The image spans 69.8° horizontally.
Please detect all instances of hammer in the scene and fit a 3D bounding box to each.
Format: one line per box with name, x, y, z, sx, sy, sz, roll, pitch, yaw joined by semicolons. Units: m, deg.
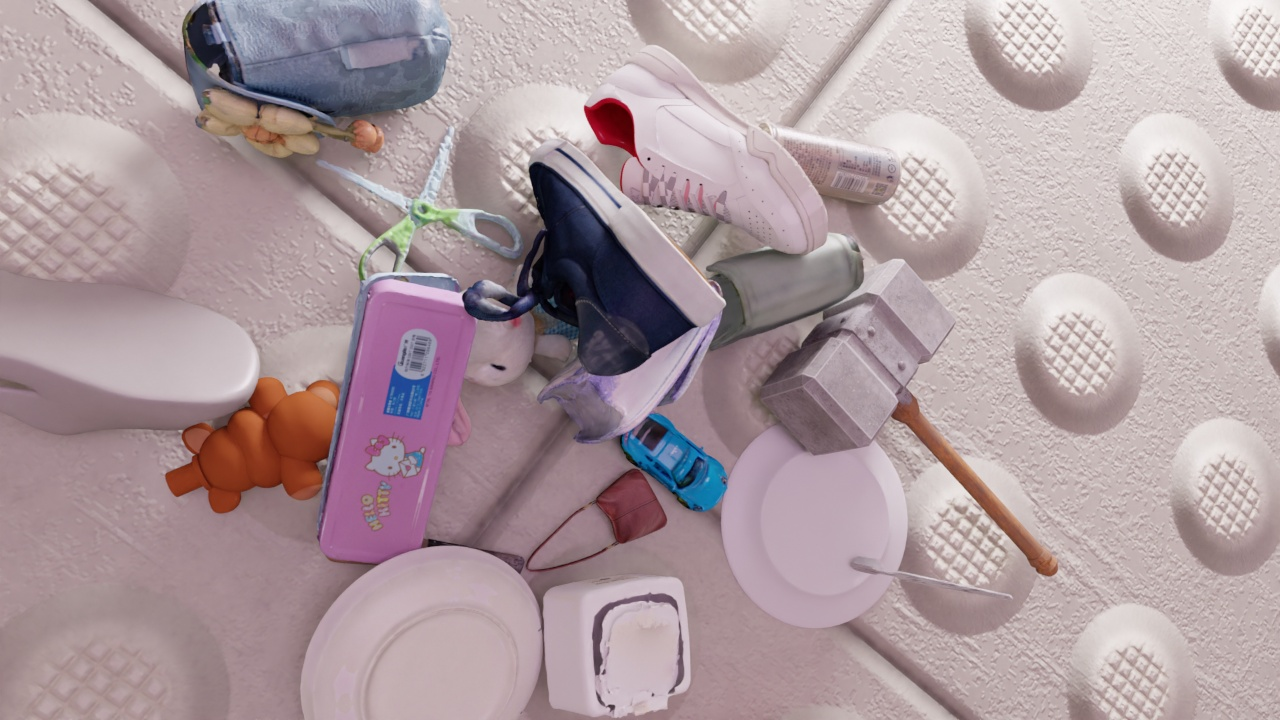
hammer;0.270;0.081;0.818;0.317;0.083;0.162;46;65;-8

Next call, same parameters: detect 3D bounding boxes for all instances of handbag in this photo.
handbag;-0.232;-0.210;0.677;0.191;0.122;0.118;-17;88;-24
handbag;-0.040;0.140;0.750;0.119;0.029;0.055;-29;91;-14
handbag;-0.004;0.004;0.705;0.126;0.159;0.069;-43;95;-18
handbag;0.113;-0.063;0.780;0.121;0.106;0.067;-19;87;-20

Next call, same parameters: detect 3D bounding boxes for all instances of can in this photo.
can;0.168;-0.178;0.838;0.135;0.054;0.054;7;82;-17

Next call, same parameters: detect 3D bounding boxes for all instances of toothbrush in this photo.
toothbrush;0.228;0.172;0.731;0.010;0.182;0.010;-43;103;-21

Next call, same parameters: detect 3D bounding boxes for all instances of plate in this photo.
plate;0.162;0.143;0.819;0.188;0.016;0.188;2;83;-18
plate;-0.148;0.227;0.665;0.182;0.034;0.182;-6;103;-29

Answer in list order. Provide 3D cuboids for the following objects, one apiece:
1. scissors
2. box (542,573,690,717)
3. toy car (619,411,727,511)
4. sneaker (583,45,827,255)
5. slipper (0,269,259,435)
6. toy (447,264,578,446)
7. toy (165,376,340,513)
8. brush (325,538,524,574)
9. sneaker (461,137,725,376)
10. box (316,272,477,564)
scissors;-0.172;-0.117;0.723;0.172;0.021;0.171;23;65;-15
box;-0.007;0.219;0.701;0.107;0.091;0.102;1;81;-36
toy car;0.032;0.085;0.774;0.105;0.032;0.048;42;72;-11
sneaker;0.040;-0.151;0.743;0.104;0.090;0.236;-38;69;-11
slipper;-0.401;0.000;0.618;0.265;0.081;0.112;13;35;-21
toy;-0.093;-0.023;0.708;0.205;0.106;0.131;-23;94;-18
toy;-0.273;0.065;0.666;0.127;0.065;0.095;-24;85;-11
brush;-0.166;0.157;0.709;0.151;0.012;0.039;15;80;-16
sneaker;-0.052;-0.073;0.656;0.127;0.294;0.120;-42;122;6
box;-0.175;0.043;0.640;0.078;0.065;0.214;5;114;-30
